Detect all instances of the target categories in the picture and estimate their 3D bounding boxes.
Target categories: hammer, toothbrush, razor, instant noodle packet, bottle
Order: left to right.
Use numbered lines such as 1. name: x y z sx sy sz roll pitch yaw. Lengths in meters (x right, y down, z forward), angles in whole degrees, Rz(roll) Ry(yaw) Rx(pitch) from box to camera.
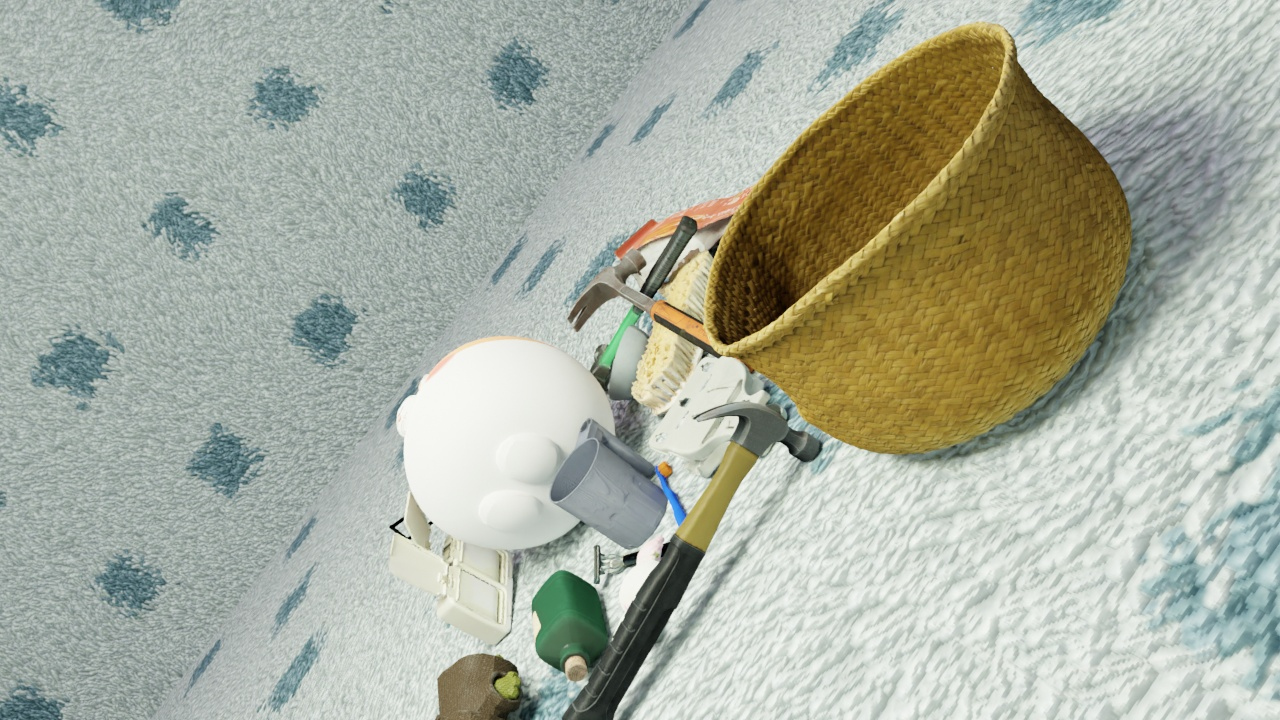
1. bottle: -0.071 0.276 0.930 0.061 0.061 0.131 -52 19 9
2. hammer: -0.003 -0.076 1.319 0.320 0.032 0.130 -57 10 36
3. razor: -0.001 0.205 0.961 0.145 0.022 0.042 -25 58 44
4. hammer: 0.027 -0.046 1.137 0.137 0.035 0.314 -42 40 -12
5. hammer: 0.030 0.185 0.812 0.333 0.118 0.025 -59 20 -3
6. toothbrush: 0.039 0.149 0.972 0.018 0.016 0.182 -45 20 6
7. instant noodle packet: 0.091 -0.204 1.363 0.222 0.084 0.164 -28 12 34

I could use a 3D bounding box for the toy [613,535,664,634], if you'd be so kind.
1. toy: 0.001 0.225 0.882 0.079 0.038 0.122 118 174 -52

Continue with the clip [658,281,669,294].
1. clip: 0.050 -0.108 1.364 0.061 0.041 0.024 -29 31 60

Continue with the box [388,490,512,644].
1. box: -0.233 0.256 1.146 0.050 0.184 0.143 -44 28 19

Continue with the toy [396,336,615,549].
1. toy: -0.172 0.093 1.155 0.263 0.265 0.280 -70 25 18

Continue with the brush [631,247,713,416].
1. brush: 0.054 -0.042 1.211 0.083 0.056 0.270 -31 28 44

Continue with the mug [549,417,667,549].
1. mug: -0.032 0.135 1.023 0.084 0.104 0.123 -40 22 32

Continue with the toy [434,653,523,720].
1. toy: -0.172 0.380 0.954 0.180 0.078 0.152 -44 28 28

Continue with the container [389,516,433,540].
1. container: -0.311 0.196 1.492 0.201 0.148 0.126 -33 26 23

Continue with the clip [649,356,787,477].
1. clip: 0.095 0.065 0.961 0.152 0.096 0.126 16 69 48

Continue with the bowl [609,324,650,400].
1. bowl: -0.007 0.007 1.247 0.106 0.039 0.106 16 -91 -80

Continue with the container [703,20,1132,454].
1. container: 0.211 -0.081 0.712 0.308 0.196 0.306 -47 19 21
